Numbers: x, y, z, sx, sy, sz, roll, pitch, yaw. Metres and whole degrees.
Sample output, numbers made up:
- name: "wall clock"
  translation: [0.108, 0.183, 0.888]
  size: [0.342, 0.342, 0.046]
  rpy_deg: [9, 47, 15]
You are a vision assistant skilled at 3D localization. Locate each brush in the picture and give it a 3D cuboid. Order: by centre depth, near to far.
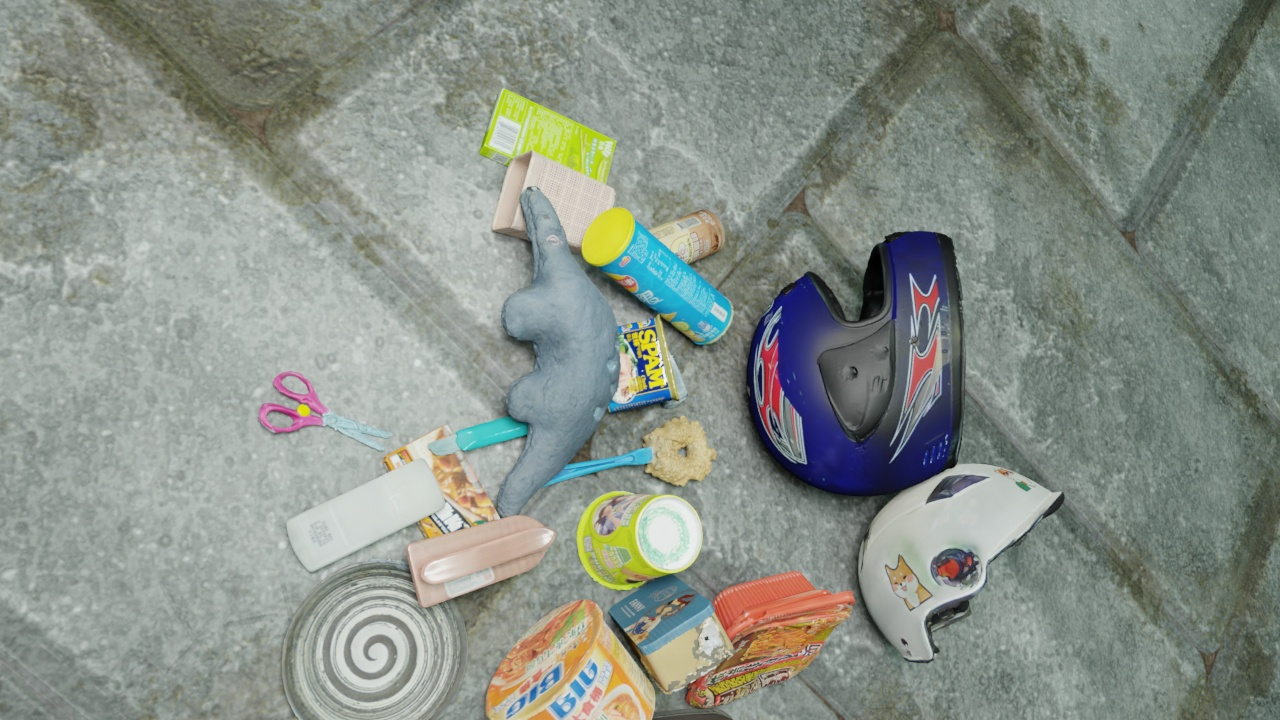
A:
- name: "brush"
  translation: [-0.157, 0.195, 0.918]
  size: [0.145, 0.073, 0.063]
  rpy_deg: [-12, 83, -28]
- name: "brush"
  translation: [-0.027, 0.118, 1.057]
  size: [0.254, 0.046, 0.083]
  rpy_deg: [-8, 85, -24]

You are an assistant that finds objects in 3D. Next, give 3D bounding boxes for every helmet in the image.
- name: "helmet"
  translation: [0.248, 0.003, 1.098]
  size: [0.240, 0.247, 0.315]
  rpy_deg: [0, 88, 5]
- name: "helmet"
  translation: [0.365, 0.223, 1.119]
  size: [0.157, 0.275, 0.229]
  rpy_deg: [39, 27, 24]

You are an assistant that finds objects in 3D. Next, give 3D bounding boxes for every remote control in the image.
- name: "remote control"
  translation: [-0.272, 0.153, 0.913]
  size: [0.150, 0.021, 0.058]
  rpy_deg: [-25, 91, -15]

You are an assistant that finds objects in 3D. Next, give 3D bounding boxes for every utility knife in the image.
- name: "utility knife"
  translation: [-0.151, 0.074, 1.002]
  size: [0.181, 0.013, 0.029]
  rpy_deg: [-14, 85, -40]

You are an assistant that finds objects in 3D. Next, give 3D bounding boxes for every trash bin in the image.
- name: "trash bin"
  translation: [0.079, 0.466, 0.914]
  size: [0.198, 0.220, 0.198]
  rpy_deg: [4, 76, -27]

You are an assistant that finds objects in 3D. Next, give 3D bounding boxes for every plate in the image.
- name: "plate"
  translation: [-0.259, 0.286, 0.903]
  size: [0.179, 0.024, 0.179]
  rpy_deg: [6, 76, -25]

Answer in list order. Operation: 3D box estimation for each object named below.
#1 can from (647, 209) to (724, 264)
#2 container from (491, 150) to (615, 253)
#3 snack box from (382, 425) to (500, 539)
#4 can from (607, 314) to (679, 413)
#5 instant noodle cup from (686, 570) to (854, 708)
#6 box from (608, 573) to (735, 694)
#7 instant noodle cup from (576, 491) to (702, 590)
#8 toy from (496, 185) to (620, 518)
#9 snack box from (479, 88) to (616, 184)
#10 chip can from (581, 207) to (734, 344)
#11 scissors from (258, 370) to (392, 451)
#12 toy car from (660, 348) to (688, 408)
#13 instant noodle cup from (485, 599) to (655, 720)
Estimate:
- name: "can"
  translation: [0.046, -0.146, 1.144]
  size: [0.116, 0.059, 0.058]
  rpy_deg: [-25, 89, -29]
- name: "container"
  translation: [-0.098, -0.176, 1.056]
  size: [0.111, 0.090, 0.090]
  rpy_deg: [17, 87, -25]
- name: "snack box"
  translation: [-0.201, 0.151, 0.964]
  size: [0.075, 0.026, 0.153]
  rpy_deg: [-29, 91, -29]
- name: "can"
  translation: [-0.006, 0.006, 1.064]
  size: [0.083, 0.057, 0.102]
  rpy_deg: [-13, 81, 3]
- name: "instant noodle cup"
  translation: [0.135, 0.304, 1.028]
  size: [0.164, 0.189, 0.079]
  rpy_deg: [-5, 48, -29]
- name: "box"
  translation: [0.028, 0.281, 0.965]
  size: [0.089, 0.184, 0.061]
  rpy_deg: [-29, 97, -15]
- name: "instant noodle cup"
  translation: [0.004, 0.193, 1.000]
  size: [0.111, 0.124, 0.111]
  rpy_deg: [7, 74, -25]
- name: "toy"
  translation: [-0.087, -0.008, 0.989]
  size: [0.137, 0.091, 0.356]
  rpy_deg: [2, 90, -21]
- name: "snack box"
  translation: [-0.110, -0.259, 1.114]
  size: [0.156, 0.026, 0.085]
  rpy_deg: [20, 69, -21]
- name: "chip can"
  translation: [0.024, -0.093, 1.067]
  size: [0.210, 0.071, 0.071]
  rpy_deg: [35, 61, -44]
- name: "scissors"
  translation: [-0.316, 0.052, 0.941]
  size: [0.137, 0.017, 0.073]
  rpy_deg: [18, 60, -26]
- name: "toy car"
  translation: [0.027, 0.013, 1.110]
  size: [0.042, 0.034, 0.090]
  rpy_deg: [-22, 86, -26]
- name: "instant noodle cup"
  translation: [-0.064, 0.335, 0.924]
  size: [0.111, 0.152, 0.151]
  rpy_deg: [51, 61, -16]
